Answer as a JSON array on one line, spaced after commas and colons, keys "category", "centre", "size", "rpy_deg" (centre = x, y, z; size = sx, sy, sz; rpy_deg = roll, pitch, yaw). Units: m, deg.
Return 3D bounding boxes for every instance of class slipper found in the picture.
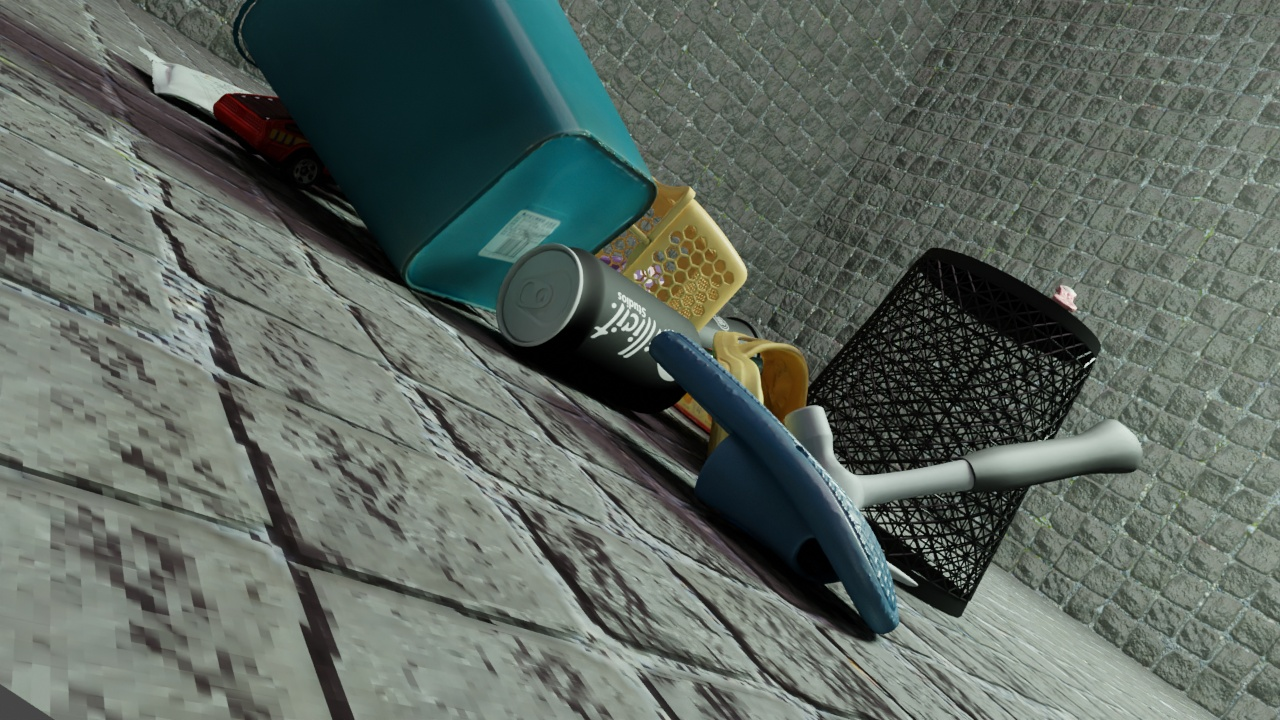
[{"category": "slipper", "centre": [0.092, 0.034, 0.720], "size": [0.078, 0.099, 0.263], "rpy_deg": [5, 6, 4]}, {"category": "slipper", "centre": [0.064, 0.064, 0.493], "size": [0.213, 0.059, 0.104], "rpy_deg": [52, 5, 40]}]

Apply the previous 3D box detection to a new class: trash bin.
[{"category": "trash bin", "centre": [-0.120, -0.168, 0.629], "size": [0.218, 0.197, 0.199], "rpy_deg": [59, 17, 19]}, {"category": "trash bin", "centre": [0.246, 0.051, 0.783], "size": [0.217, 0.243, 0.217], "rpy_deg": [33, 3, -2]}]

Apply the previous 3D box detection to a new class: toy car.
[{"category": "toy car", "centre": [-0.247, -0.168, 0.751], "size": [0.081, 0.056, 0.189], "rpy_deg": [37, 14, 30]}]

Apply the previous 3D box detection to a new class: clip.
[{"category": "clip", "centre": [0.342, -0.042, 0.757], "size": [0.023, 0.050, 0.058], "rpy_deg": [32, 45, 14]}]

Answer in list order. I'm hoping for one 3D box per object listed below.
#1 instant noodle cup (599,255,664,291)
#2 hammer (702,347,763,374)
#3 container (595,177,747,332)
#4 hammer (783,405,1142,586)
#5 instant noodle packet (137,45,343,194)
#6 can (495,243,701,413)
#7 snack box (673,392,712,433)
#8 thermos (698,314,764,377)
[{"category": "instant noodle cup", "centre": [-0.051, -0.075, 1.123], "size": [0.122, 0.121, 0.137], "rpy_deg": [24, -48, 37]}, {"category": "hammer", "centre": [0.067, -0.006, 0.985], "size": [0.332, 0.033, 0.133], "rpy_deg": [8, 13, -45]}, {"category": "container", "centre": [-0.007, -0.110, 0.856], "size": [0.167, 0.129, 0.183], "rpy_deg": [42, 4, -19]}, {"category": "hammer", "centre": [0.247, 0.081, 0.649], "size": [0.310, 0.030, 0.125], "rpy_deg": [-4, 67, -26]}, {"category": "instant noodle packet", "centre": [-0.316, -0.206, 0.847], "size": [0.269, 0.057, 0.147], "rpy_deg": [26, 10, -42]}, {"category": "can", "centre": [-0.024, -0.019, 0.632], "size": [0.080, 0.080, 0.146], "rpy_deg": [36, 4, 40]}, {"category": "snack box", "centre": [0.114, 0.075, 0.944], "size": [0.145, 0.040, 0.142], "rpy_deg": [30, 5, -36]}, {"category": "thermos", "centre": [0.056, -0.022, 1.102], "size": [0.218, 0.106, 0.106], "rpy_deg": [19, 13, -49]}]
